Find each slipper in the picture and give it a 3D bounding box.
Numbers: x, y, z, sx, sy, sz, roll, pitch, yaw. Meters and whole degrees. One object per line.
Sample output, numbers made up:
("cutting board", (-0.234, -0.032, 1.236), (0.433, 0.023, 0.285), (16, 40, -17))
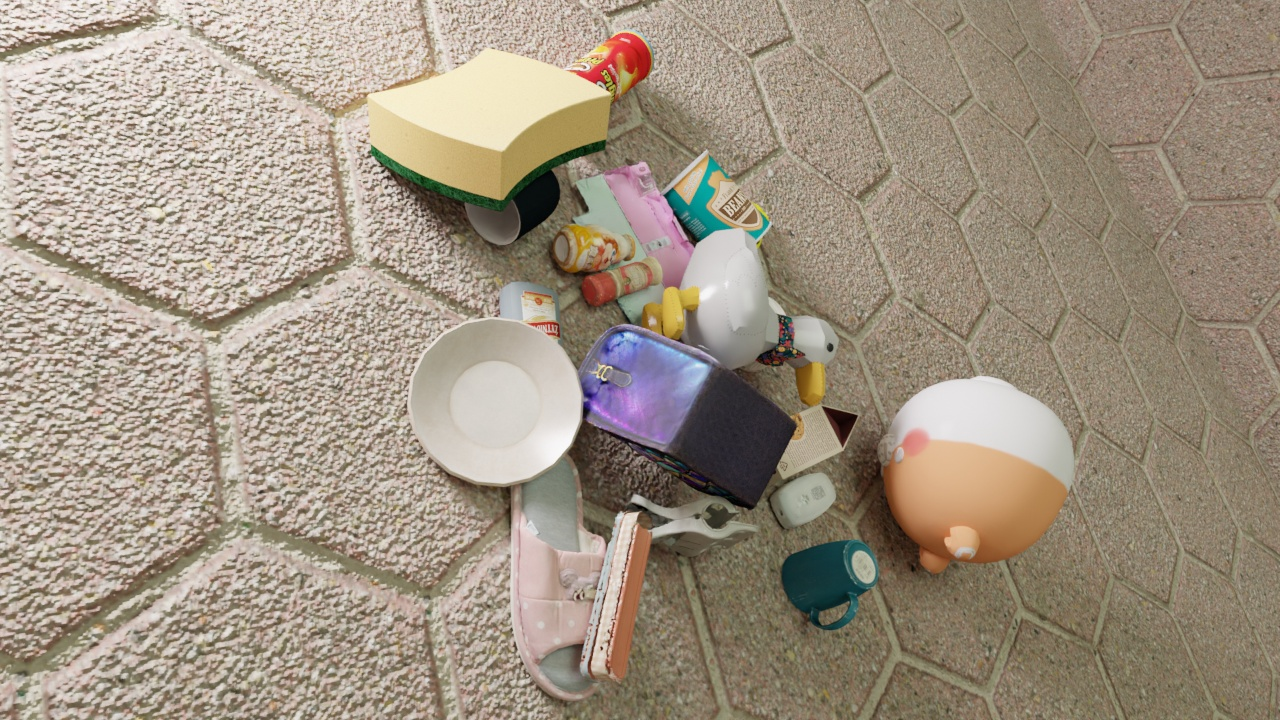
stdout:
("slipper", (-0.084, 0.218, 0.977), (0.114, 0.055, 0.274), (6, 64, -37))

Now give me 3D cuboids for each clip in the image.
("clip", (0.053, 0.190, 1.067), (0.147, 0.125, 0.081), (10, 65, -8))

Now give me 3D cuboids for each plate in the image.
("plate", (-0.157, 0.046, 1.005), (0.188, 0.027, 0.188), (4, 72, -13))

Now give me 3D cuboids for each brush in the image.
("brush", (-0.177, -0.286, 1.107), (0.195, 0.075, 0.249), (26, 42, 20))

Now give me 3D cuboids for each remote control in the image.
("remote control", (0.226, 0.191, 1.265), (0.114, 0.028, 0.060), (-20, 79, -44))

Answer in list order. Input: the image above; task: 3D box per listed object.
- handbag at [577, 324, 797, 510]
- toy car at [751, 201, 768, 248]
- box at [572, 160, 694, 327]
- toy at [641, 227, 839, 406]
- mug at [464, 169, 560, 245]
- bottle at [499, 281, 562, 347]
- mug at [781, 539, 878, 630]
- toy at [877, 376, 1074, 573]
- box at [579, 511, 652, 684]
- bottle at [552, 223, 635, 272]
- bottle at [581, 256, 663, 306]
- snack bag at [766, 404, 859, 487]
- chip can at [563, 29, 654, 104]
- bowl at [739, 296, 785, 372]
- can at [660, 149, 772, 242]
("handbag", (0.042, 0.062, 1.068), (0.204, 0.222, 0.125), (36, 79, -38))
("toy car", (0.177, -0.215, 1.458), (0.049, 0.030, 0.106), (38, 46, -15))
("box", (-0.004, -0.160, 1.276), (0.158, 0.035, 0.230), (-24, 82, -36))
("toy", (0.139, -0.058, 1.218), (0.267, 0.141, 0.246), (-1, 78, -21))
("mug", (-0.170, -0.209, 1.142), (0.122, 0.085, 0.094), (29, 43, 15))
("bottle", (-0.126, -0.011, 1.079), (0.072, 0.046, 0.161), (12, 59, -34))
("mug", (0.247, 0.287, 1.173), (0.084, 0.104, 0.112), (25, 51, -26))
("toy", (0.474, 0.165, 1.328), (0.266, 0.263, 0.280), (20, 69, 6))
("box", (-0.017, 0.243, 0.958), (0.058, 0.053, 0.186), (19, 57, -10))
("bottle", (-0.058, -0.147, 1.198), (0.108, 0.063, 0.063), (-6, 70, -37))
("bottle", (-0.023, -0.105, 1.206), (0.108, 0.044, 0.044), (-22, 80, -31))
("snack bag", (0.207, 0.116, 1.245), (0.205, 0.095, 0.070), (-16, 77, -43))
("chip can", (-0.061, -0.408, 1.334), (0.087, 0.087, 0.212), (46, 45, -8))
("bowl", (0.167, -0.048, 1.329), (0.115, 0.063, 0.115), (20, 55, -30))
("can", (0.109, -0.223, 1.356), (0.144, 0.100, 0.099), (47, 46, -8))
